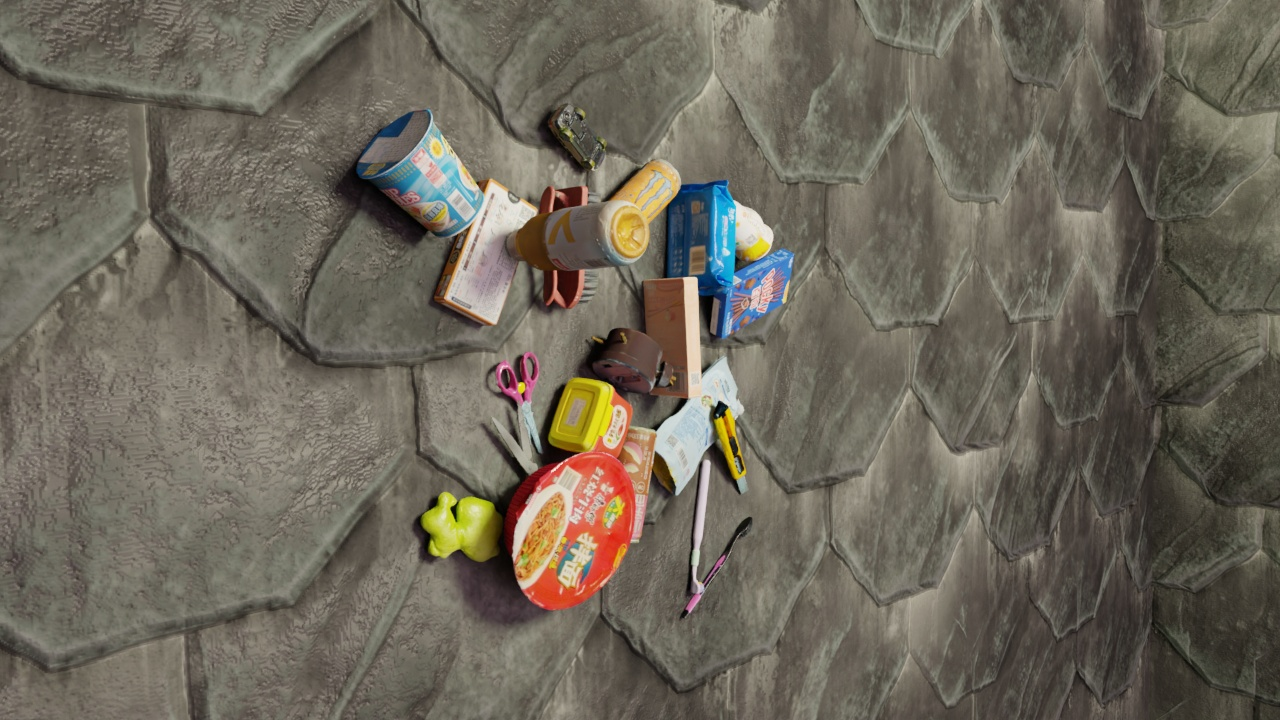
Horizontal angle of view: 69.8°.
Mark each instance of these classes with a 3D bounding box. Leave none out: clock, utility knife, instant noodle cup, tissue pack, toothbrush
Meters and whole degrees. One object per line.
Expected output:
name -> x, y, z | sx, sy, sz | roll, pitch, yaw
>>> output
clock -> -0.007, 0.007, 1.174 | 0.122, 0.082, 0.055 | 39, 61, -34
utility knife -> 0.135, 0.130, 1.326 | 0.033, 0.015, 0.193 | -46, 135, -29
instant noodle cup -> -0.223, -0.190, 0.965 | 0.110, 0.099, 0.099 | 49, 61, -40
tissue pack -> 0.084, -0.164, 1.239 | 0.052, 0.095, 0.157 | 2, 89, -43
toothbrush -> 0.115, 0.303, 1.344 | 0.188, 0.014, 0.018 | -50, 135, -28
toothbrush -> 0.087, 0.236, 1.311 | 0.021, 0.029, 0.189 | 5, 87, -5
instant noodle cup -> -0.093, 0.193, 1.092 | 0.193, 0.066, 0.194 | -17, 114, -43

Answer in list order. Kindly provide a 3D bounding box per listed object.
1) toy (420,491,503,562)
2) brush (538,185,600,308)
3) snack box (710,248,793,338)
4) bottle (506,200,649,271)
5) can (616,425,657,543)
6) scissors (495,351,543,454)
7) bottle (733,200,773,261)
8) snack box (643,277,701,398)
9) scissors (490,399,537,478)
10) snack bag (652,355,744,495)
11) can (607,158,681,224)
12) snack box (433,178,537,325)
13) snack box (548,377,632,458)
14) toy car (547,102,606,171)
toy -> -0.198, 0.189, 1.042 | 0.099, 0.031, 0.097 | -22, 105, -39
brush -> -0.090, -0.135, 1.105 | 0.069, 0.063, 0.146 | -1, 94, -39
snack box -> 0.164, -0.099, 1.338 | 0.156, 0.026, 0.085 | -29, 137, -37
bottle -> -0.075, -0.131, 0.994 | 0.067, 0.190, 0.068 | -1, 92, -44
can -> -0.017, 0.159, 1.187 | 0.057, 0.058, 0.147 | 15, 82, -42
scissors -> -0.132, 0.053, 1.109 | 0.077, 0.017, 0.138 | -40, 122, -42
bottle -> 0.141, -0.191, 1.308 | 0.108, 0.063, 0.063 | 41, 65, -36
snack box -> 0.042, -0.030, 1.213 | 0.026, 0.085, 0.157 | -6, 97, -38
scissors -> -0.131, 0.136, 1.108 | 0.170, 0.014, 0.159 | 22, 79, -42
snack bag -> 0.082, 0.090, 1.287 | 0.190, 0.039, 0.110 | -49, 123, -31
can -> -0.010, -0.196, 1.175 | 0.145, 0.058, 0.058 | -49, 122, -29
snack box -> -0.175, -0.123, 1.051 | 0.075, 0.026, 0.153 | 29, 73, -40
snack box -> -0.059, 0.076, 1.136 | 0.080, 0.082, 0.091 | 34, 70, -52
toy car -> -0.076, -0.272, 1.127 | 0.090, 0.035, 0.042 | 46, 64, -40
